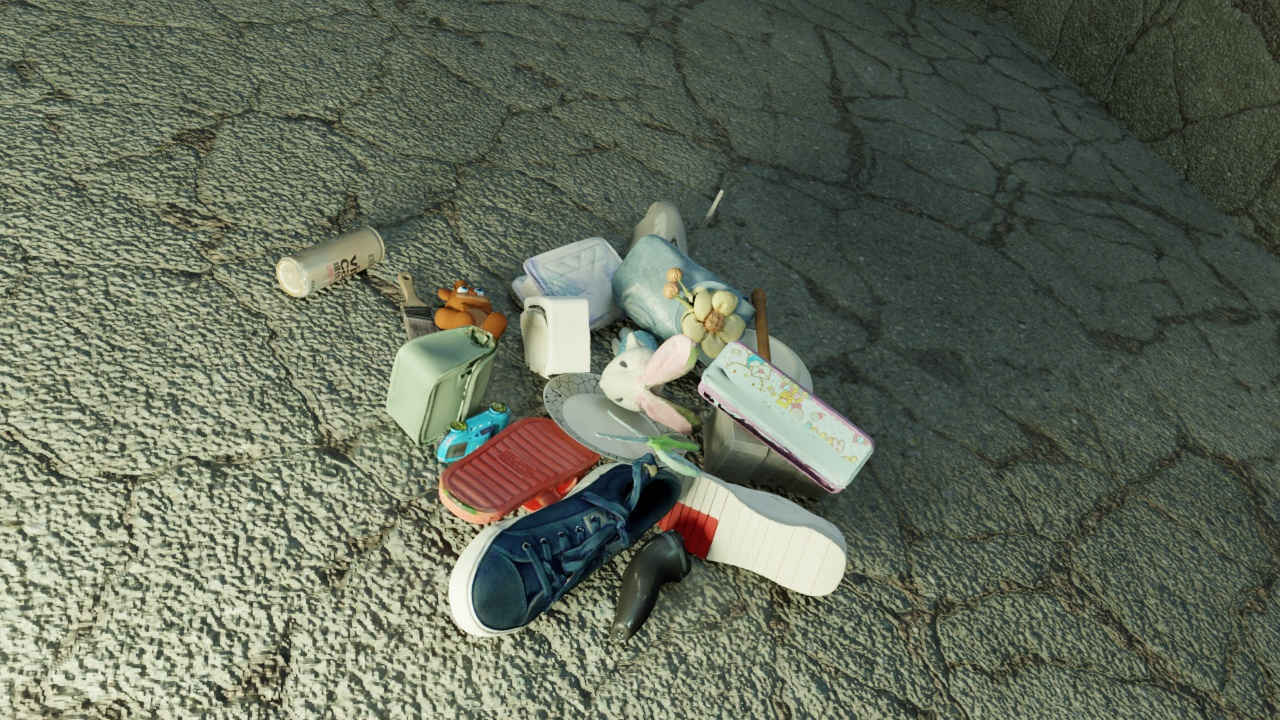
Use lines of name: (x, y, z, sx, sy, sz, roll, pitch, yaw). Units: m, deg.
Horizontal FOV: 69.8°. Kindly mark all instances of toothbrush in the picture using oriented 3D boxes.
toothbrush: (0.081, -0.178, 1.362, 0.010, 0.182, 0.010, 8, 38, -26)

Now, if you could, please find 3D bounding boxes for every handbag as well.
handbag: (-0.085, -0.094, 1.282, 0.158, 0.069, 0.126, -25, 73, -42)
handbag: (-0.218, 0.029, 1.026, 0.067, 0.122, 0.105, 43, 43, 23)
handbag: (0.053, -0.080, 1.209, 0.192, 0.122, 0.118, 39, 0, 6)

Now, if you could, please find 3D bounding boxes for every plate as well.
plate: (0.168, 0.009, 1.308, 0.182, 0.034, 0.182, 14, 40, -12)
plate: (-0.032, 0.076, 1.123, 0.188, 0.016, 0.188, 20, 25, -10)

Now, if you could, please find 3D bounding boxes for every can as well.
can: (-0.394, -0.127, 1.172, 0.054, 0.054, 0.135, 36, 40, 15)

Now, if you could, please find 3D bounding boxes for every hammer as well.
hammer: (0.168, 0.019, 1.223, 0.162, 0.083, 0.316, 12, 48, -13)

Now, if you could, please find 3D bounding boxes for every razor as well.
razor: (0.010, 0.237, 0.957, 0.064, 0.053, 0.140, 28, 41, 3)

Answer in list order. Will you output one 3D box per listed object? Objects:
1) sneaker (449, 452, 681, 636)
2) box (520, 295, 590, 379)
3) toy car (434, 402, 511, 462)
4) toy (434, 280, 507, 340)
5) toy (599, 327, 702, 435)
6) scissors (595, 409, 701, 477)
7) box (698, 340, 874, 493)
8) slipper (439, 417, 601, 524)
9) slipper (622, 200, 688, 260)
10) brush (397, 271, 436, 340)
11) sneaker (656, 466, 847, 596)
sneaker: (-0.056, 0.175, 0.909, 0.293, 0.127, 0.121, -27, 104, -47)
box: (-0.122, -0.030, 1.142, 0.091, 0.102, 0.107, -1, 6, -23)
toy car: (-0.185, 0.084, 1.038, 0.032, 0.048, 0.105, 41, 41, 21)
toy: (-0.218, -0.067, 1.184, 0.094, 0.065, 0.127, 8, 36, -28)
toy: (-0.007, 0.007, 1.157, 0.105, 0.131, 0.205, -9, 25, -19)
scissors: (0.014, 0.093, 1.055, 0.171, 0.021, 0.172, 9, 20, -44)
box: (0.170, 0.068, 1.090, 0.214, 0.065, 0.077, 37, 61, 10)
slipper: (-0.134, 0.128, 1.004, 0.103, 0.059, 0.248, 36, 26, 17)
slipper: (0.021, -0.139, 1.355, 0.080, 0.113, 0.265, 3, 49, -20)
brush: (-0.290, -0.065, 1.185, 0.038, 0.012, 0.151, -1, 45, -27)
sneaker: (0.125, 0.183, 1.062, 0.237, 0.090, 0.104, 20, 14, 11)
